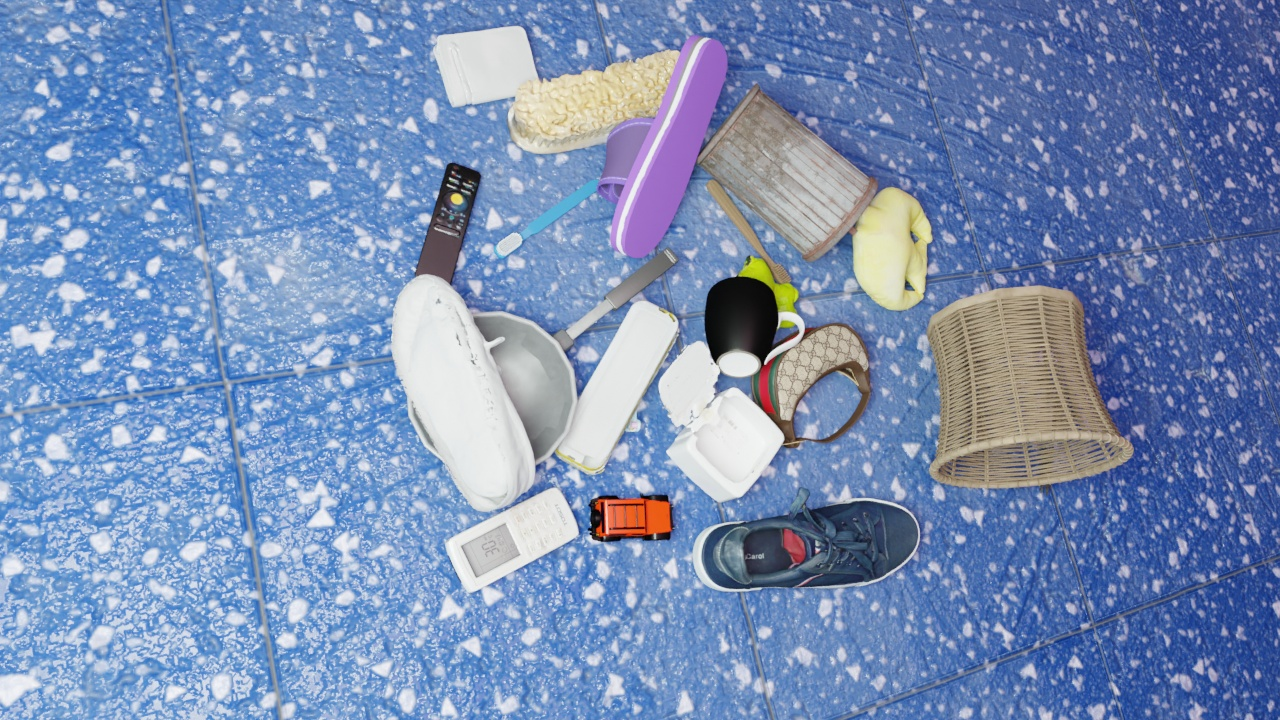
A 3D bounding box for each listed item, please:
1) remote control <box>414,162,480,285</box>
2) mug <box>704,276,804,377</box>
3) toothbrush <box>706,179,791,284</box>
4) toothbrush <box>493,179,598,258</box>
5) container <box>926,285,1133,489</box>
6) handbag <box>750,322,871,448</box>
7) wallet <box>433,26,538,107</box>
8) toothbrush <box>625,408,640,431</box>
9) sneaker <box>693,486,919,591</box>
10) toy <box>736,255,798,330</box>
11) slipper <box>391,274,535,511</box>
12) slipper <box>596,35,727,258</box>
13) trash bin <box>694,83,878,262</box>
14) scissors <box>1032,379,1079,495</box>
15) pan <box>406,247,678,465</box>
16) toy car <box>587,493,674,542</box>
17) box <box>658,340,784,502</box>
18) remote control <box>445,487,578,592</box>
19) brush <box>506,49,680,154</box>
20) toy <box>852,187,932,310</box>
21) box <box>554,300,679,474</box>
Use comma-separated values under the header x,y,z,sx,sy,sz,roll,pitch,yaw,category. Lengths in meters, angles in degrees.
x,y,z,sx,sy,sz,roll,pitch,yaw,category
-0.214,-0.151,1.023,0.041,0.020,0.151,18,70,-16,remote control
0.133,-0.032,1.074,0.119,0.085,0.100,8,53,-1,mug
0.138,-0.163,1.168,0.016,0.016,0.167,-38,91,-27,toothbrush
-0.106,-0.169,1.074,0.166,0.014,0.016,-40,93,-26,toothbrush
0.465,0.037,1.141,0.226,0.227,0.196,8,67,-20,container
0.213,0.035,1.125,0.166,0.063,0.138,-31,98,-25,handbag
-0.182,-0.346,1.084,0.116,0.032,0.086,-14,93,-26,wallet
-0.006,0.006,1.066,0.022,0.016,0.154,-4,73,23,toothbrush
0.214,0.204,1.044,0.294,0.127,0.120,-2,78,-24,sneaker
0.156,-0.082,1.144,0.093,0.036,0.094,5,81,-26,toy
-0.173,0.027,0.913,0.112,0.074,0.246,-27,82,12,slipper
0.009,-0.255,1.079,0.084,0.107,0.266,23,91,24,slipper
0.185,-0.227,1.142,0.211,0.131,0.130,38,66,-7,trash bin
0.578,0.108,1.272,0.131,0.013,0.169,-8,76,-21,scissors
-0.093,-0.015,1.005,0.356,0.041,0.178,-39,89,-19,pan
-0.007,0.172,1.004,0.100,0.049,0.051,3,75,-21,toy car
0.077,0.068,1.051,0.190,0.083,0.110,51,62,-21,box
-0.133,0.187,0.963,0.138,0.025,0.060,-24,86,-25,remote control
-0.035,-0.314,1.116,0.270,0.057,0.083,-20,83,-25,brush
0.333,-0.154,1.216,0.154,0.065,0.170,25,71,-34,toy
-0.024,0.028,1.032,0.064,0.033,0.209,29,71,2,box
